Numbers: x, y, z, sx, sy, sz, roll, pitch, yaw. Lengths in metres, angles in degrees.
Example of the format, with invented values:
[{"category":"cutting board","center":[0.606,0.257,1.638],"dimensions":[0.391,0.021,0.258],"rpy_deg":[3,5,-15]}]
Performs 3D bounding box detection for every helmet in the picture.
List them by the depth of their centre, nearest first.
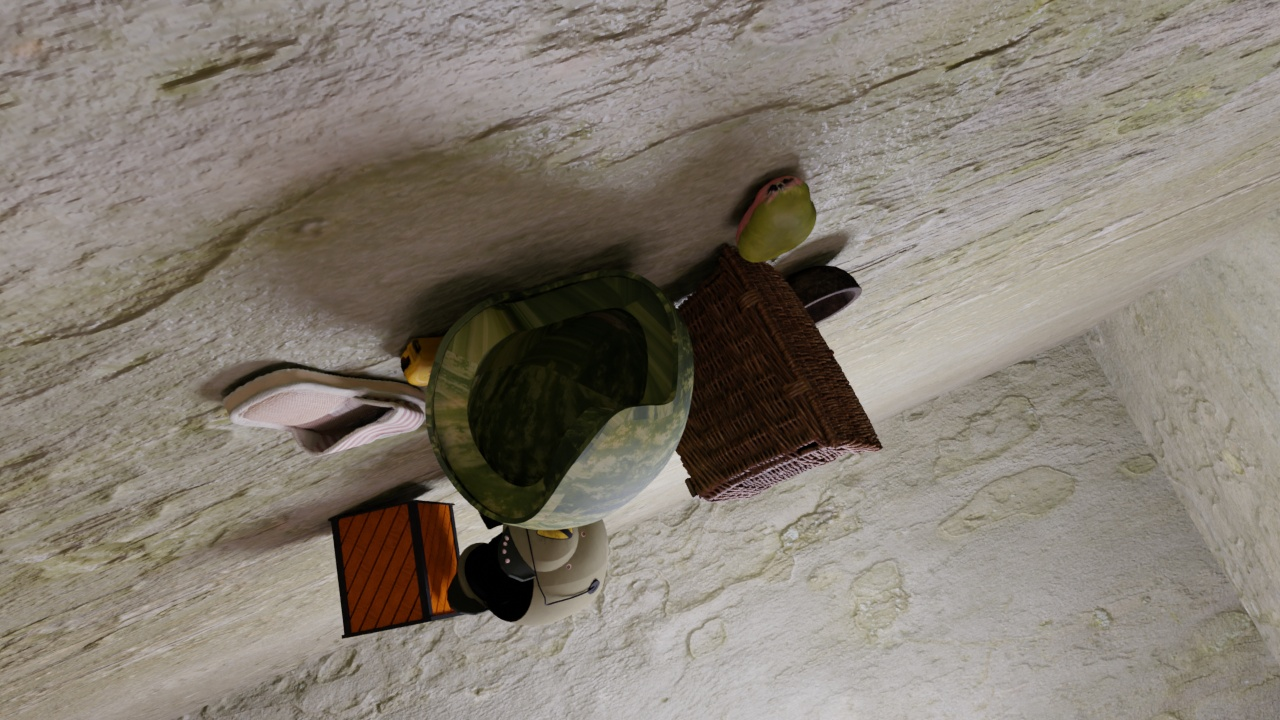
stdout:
[{"category":"helmet","center":[-0.065,0.040,0.869],"dimensions":[0.246,0.213,0.244],"rpy_deg":[-35,154,-45]},{"category":"helmet","center":[-0.164,0.263,1.365],"dimensions":[0.232,0.255,0.251],"rpy_deg":[-9,156,-41]}]

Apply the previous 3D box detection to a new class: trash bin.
[{"category":"trash bin","center":[-0.360,0.311,1.379],"dimensions":[0.140,0.171,0.139],"rpy_deg":[-14,167,10]}]

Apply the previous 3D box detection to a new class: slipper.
[{"category":"slipper","center":[-0.293,0.056,0.905],"dimensions":[0.115,0.052,0.262],"rpy_deg":[-26,164,13]}]

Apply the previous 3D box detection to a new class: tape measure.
[{"category":"tape measure","center":[-0.201,-0.001,0.891],"dimensions":[0.068,0.030,0.059],"rpy_deg":[-6,156,-44]}]

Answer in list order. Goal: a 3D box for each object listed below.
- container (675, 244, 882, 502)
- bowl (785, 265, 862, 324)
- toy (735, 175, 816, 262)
[{"category":"container","center":[0.114,0.031,1.024],"dimensions":[0.184,0.249,0.162],"rpy_deg":[-35,158,23]},{"category":"bowl","center":[0.216,-0.086,1.178],"dimensions":[0.121,0.056,0.121],"rpy_deg":[-22,165,-7]},{"category":"toy","center":[0.136,-0.139,0.894],"dimensions":[0.090,0.051,0.110],"rpy_deg":[-24,162,-10]}]
